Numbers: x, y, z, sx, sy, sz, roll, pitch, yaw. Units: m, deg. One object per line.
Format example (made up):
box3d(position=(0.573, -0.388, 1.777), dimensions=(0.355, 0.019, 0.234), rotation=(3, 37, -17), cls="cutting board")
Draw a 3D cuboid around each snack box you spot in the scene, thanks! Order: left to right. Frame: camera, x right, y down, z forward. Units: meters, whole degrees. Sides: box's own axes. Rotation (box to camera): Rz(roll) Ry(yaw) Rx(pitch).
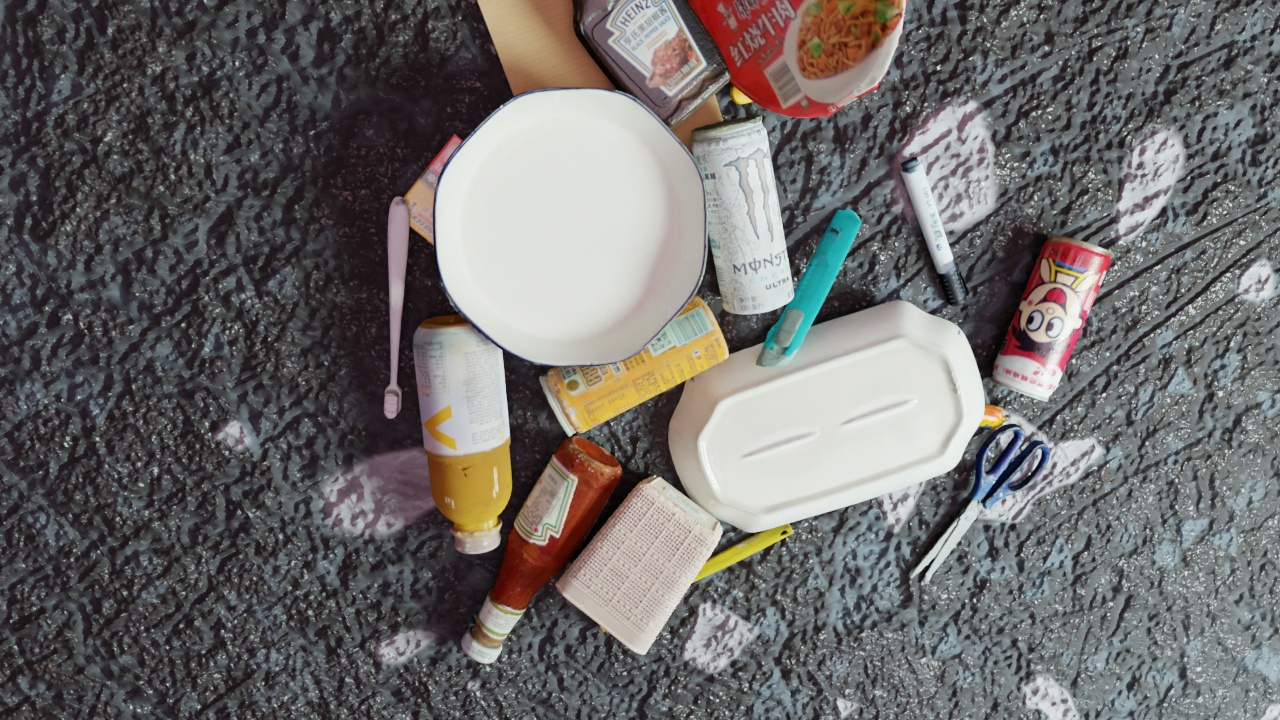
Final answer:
box3d(position=(-0.107, -0.096, 0.718), dimensions=(0.156, 0.027, 0.077), rotation=(39, 94, -13), cls="snack box")

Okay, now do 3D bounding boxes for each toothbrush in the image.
box3d(position=(-0.190, -0.038, 0.711), dimensions=(0.016, 0.016, 0.180), rotation=(5, 112, -8), cls="toothbrush")
box3d(position=(0.048, 0.190, 0.807), dimensions=(0.190, 0.016, 0.016), rotation=(-27, 105, 0), cls="toothbrush")

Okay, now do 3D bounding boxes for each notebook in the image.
box3d(position=(-0.031, -0.239, 0.704), dimensions=(0.149, 0.012, 0.211), rotation=(-21, 104, -3), cls="notebook")

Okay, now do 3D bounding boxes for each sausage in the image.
box3d(position=(0.243, 0.039, 0.793), dimensions=(0.165, 0.021, 0.021), rotation=(9, 101, -8), cls="sausage")

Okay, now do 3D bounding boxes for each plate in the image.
box3d(position=(-0.051, -0.098, 0.688), dimensions=(0.205, 0.045, 0.205), rotation=(-1, 100, -8), cls="plate")
box3d(position=(0.155, 0.053, 0.760), dimensions=(0.266, 0.034, 0.162), rotation=(-18, 101, 6), cls="plate")

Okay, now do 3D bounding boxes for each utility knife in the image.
box3d(position=(0.138, -0.058, 0.745), dimensions=(0.029, 0.013, 0.151), rotation=(26, 82, 14), cls="utility knife")

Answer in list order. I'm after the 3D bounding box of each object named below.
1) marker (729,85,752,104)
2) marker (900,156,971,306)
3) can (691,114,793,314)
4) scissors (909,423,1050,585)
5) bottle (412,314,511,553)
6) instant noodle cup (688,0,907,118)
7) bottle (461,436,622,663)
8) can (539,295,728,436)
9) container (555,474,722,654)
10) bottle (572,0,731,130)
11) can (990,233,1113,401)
box3d(position=(0.130, -0.224, 0.725), dimensions=(0.124, 0.015, 0.018), rotation=(-16, 105, -6), cls="marker")
box3d(position=(0.246, -0.107, 0.764), dimensions=(0.022, 0.018, 0.131), rotation=(-26, 105, -9), cls="marker")
box3d(position=(0.080, -0.112, 0.716), dimensions=(0.058, 0.058, 0.147), rotation=(-14, 108, -4), cls="can")
box3d(position=(0.291, 0.127, 0.818), dimensions=(0.173, 0.012, 0.125), rotation=(-32, 119, -2), cls="scissors")
box3d(position=(-0.138, 0.060, 0.728), dimensions=(0.068, 0.068, 0.189), rotation=(-5, 103, -6), cls="bottle")
box3d(position=(0.119, -0.273, 0.646), dimensions=(0.065, 0.194, 0.194), rotation=(-32, 107, -32), cls="instant noodle cup")
box3d(position=(-0.087, 0.161, 0.764), dimensions=(0.059, 0.059, 0.206), rotation=(28, 100, -12), cls="bottle")
box3d(position=(-0.004, 0.004, 0.737), dimensions=(0.146, 0.058, 0.058), rotation=(-27, 104, 0), cls="can")
box3d(position=(0.004, 0.161, 0.750), dimensions=(0.090, 0.090, 0.111), rotation=(36, 93, 9), cls="container")
box3d(position=(-0.018, -0.264, 0.672), dimensions=(0.080, 0.044, 0.195), rotation=(-40, 104, 0), cls="bottle")
box3d(position=(0.344, -0.035, 0.772), dimensions=(0.053, 0.053, 0.133), rotation=(17, 100, -10), cls="can")
